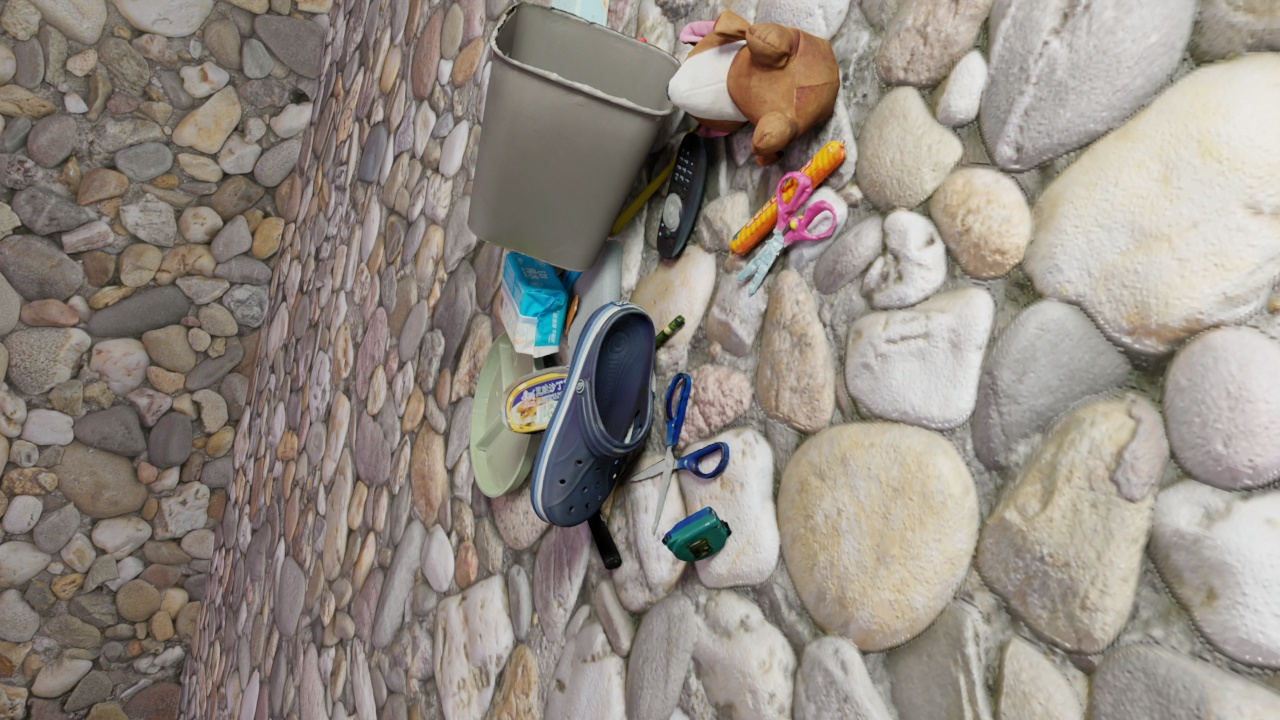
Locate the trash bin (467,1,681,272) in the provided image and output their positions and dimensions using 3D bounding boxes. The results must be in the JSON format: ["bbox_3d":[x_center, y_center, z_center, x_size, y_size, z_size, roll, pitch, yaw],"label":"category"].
[{"bbox_3d":[-0.085,-0.240,1.004,0.198,0.198,0.220,-81,13,-54],"label":"trash bin"}]

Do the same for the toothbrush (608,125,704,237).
[{"bbox_3d":[0.013,-0.201,1.051,0.191,0.015,0.016,-42,44,43],"label":"toothbrush"}]

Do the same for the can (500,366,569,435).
[{"bbox_3d":[-0.100,0.048,1.065,0.148,0.049,0.074,-15,73,42],"label":"can"}]

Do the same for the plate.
[{"bbox_3d":[-0.179,0.070,1.236,0.231,0.027,0.230,-25,61,57],"label":"plate"}]

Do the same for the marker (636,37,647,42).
[{"bbox_3d":[0.001,-0.321,1.101,0.017,0.017,0.145,-24,62,51],"label":"marker"}]

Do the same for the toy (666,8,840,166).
[{"bbox_3d":[0.091,-0.259,0.867,0.199,0.130,0.140,-134,36,-59],"label":"toy"}]

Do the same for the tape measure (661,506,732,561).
[{"bbox_3d":[0.054,0.165,0.851,0.058,0.054,0.025,-30,46,9],"label":"tape measure"}]

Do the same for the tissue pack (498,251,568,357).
[{"bbox_3d":[-0.134,-0.074,1.148,0.140,0.063,0.090,-123,39,-53],"label":"tissue pack"}]

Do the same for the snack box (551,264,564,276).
[{"bbox_3d":[-0.105,-0.167,1.202,0.141,0.033,0.086,-39,50,46],"label":"snack box"}]

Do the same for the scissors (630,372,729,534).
[{"bbox_3d":[0.037,0.096,0.935,0.163,0.012,0.176,4,87,57],"label":"scissors"}]

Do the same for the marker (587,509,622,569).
[{"bbox_3d":[-0.052,0.180,1.034,0.132,0.022,0.020,-119,14,-44],"label":"marker"}]

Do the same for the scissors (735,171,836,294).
[{"bbox_3d":[0.122,-0.117,0.848,0.138,0.017,0.076,-42,74,46],"label":"scissors"}]

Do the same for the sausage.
[{"bbox_3d":[0.133,-0.147,0.850,0.166,0.021,0.021,-44,47,41],"label":"sausage"}]

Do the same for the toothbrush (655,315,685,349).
[{"bbox_3d":[-0.006,0.006,1.024,0.186,0.012,0.017,-43,53,42],"label":"toothbrush"}]

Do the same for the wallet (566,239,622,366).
[{"bbox_3d":[-0.059,-0.066,1.080,0.107,0.037,0.129,-45,32,42],"label":"wallet"}]

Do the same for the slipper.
[{"bbox_3d":[-0.033,0.064,0.971,0.095,0.105,0.253,25,100,51],"label":"slipper"}]

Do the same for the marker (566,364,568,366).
[{"bbox_3d":[-0.064,-0.006,1.108,0.146,0.016,0.016,-38,51,45],"label":"marker"}]

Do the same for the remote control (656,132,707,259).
[{"bbox_3d":[0.047,-0.173,0.976,0.053,0.024,0.137,47,129,50],"label":"remote control"}]

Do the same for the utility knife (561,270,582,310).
[{"bbox_3d":[-0.107,-0.068,1.190,0.186,0.018,0.034,-60,39,29],"label":"utility knife"}]

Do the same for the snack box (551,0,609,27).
[{"bbox_3d":[-0.089,-0.415,1.228,0.074,0.051,0.174,0,82,55],"label":"snack box"}]
